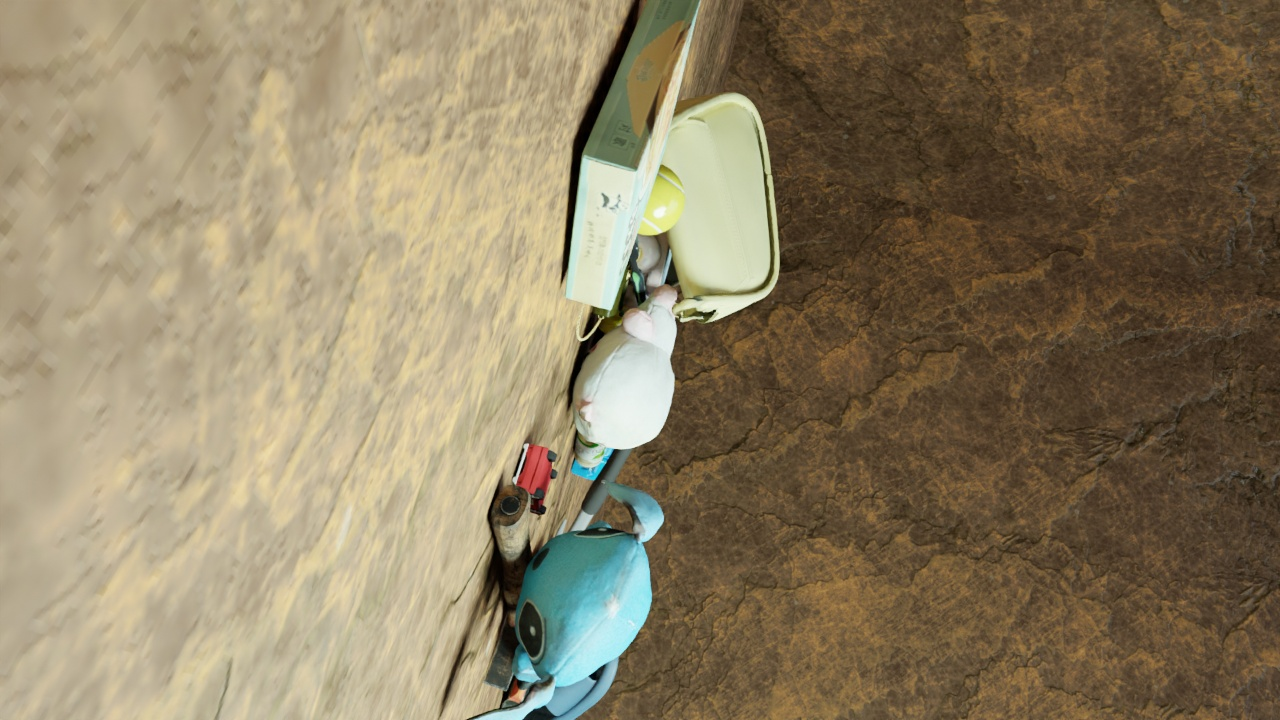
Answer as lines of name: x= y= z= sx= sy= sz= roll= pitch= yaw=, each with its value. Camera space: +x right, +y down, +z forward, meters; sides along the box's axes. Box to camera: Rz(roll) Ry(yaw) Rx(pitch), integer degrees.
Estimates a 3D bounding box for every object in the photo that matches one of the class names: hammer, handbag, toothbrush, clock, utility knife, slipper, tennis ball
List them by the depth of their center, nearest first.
hammer: x=-0.106 y=0.187 z=0.764 sx=0.331 sy=0.033 sz=0.119 roll=100 pitch=7 yaw=-61
tennis ball: x=0.008 y=-0.147 z=0.833 sx=0.065 sy=0.065 sz=0.065 roll=20 pitch=85 yaw=-88
handbag: x=-0.035 y=-0.065 z=0.860 sx=0.177 sy=0.027 sz=0.084 roll=-65 pitch=168 yaw=-68
toothbrush: x=-0.002 y=-0.081 z=0.931 sx=0.188 sy=0.014 sz=0.017 roll=78 pitch=21 yaw=-69
handbag: x=0.066 y=-0.156 z=0.948 sx=0.190 sy=0.089 sz=0.233 roll=-12 pitch=90 yaw=-51
hammer: x=-0.125 y=0.343 z=0.995 sx=0.334 sy=0.033 sz=0.132 roll=112 pitch=-2 yaw=-62
clock: x=0.003 y=-0.116 z=1.016 sx=0.117 sy=0.059 sz=0.157 roll=101 pitch=5 yaw=-49
utility knife: x=-0.021 y=-0.073 z=1.085 sx=0.174 sy=0.029 sz=0.020 roll=-70 pitch=178 yaw=-62
hammer: x=-0.051 y=0.158 z=1.092 sx=0.312 sy=0.029 sz=0.124 roll=-61 pitch=-176 yaw=27
slipper: x=-0.109 y=0.406 z=1.154 sx=0.214 sy=0.059 sz=0.103 roll=-44 pitch=-152 yaw=16

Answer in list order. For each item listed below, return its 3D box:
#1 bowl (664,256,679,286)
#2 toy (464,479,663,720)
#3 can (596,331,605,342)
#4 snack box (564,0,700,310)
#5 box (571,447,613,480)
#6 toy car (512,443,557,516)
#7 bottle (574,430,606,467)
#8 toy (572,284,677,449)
bowl: x=0.075 y=-0.169 z=1.121 sx=0.160 sy=0.093 sz=0.160 roll=178 pitch=-90 yaw=-66
toy: x=-0.058 y=0.205 z=0.731 sx=0.223 sy=0.099 sz=0.192 roll=-60 pitch=-179 yaw=-25
can: x=-0.010 y=-0.017 z=1.090 sx=0.145 sy=0.080 sz=0.080 roll=-70 pitch=175 yaw=-64
snack box: x=-0.008 y=-0.155 z=0.668 sx=0.142 sy=0.044 sz=0.193 roll=105 pitch=1 yaw=-55
box: x=-0.025 y=0.051 z=1.287 sx=0.175 sy=0.060 sz=0.243 roll=95 pitch=15 yaw=-84
toy car: x=-0.084 y=0.097 z=0.739 sx=0.090 sy=0.025 sz=0.038 roll=102 pitch=4 yaw=-68
bottle: x=-0.059 y=0.092 z=1.128 sx=0.110 sy=0.042 sz=0.042 roll=105 pitch=2 yaw=-52
toy: x=-0.006 y=0.006 z=0.947 sx=0.139 sy=0.101 sz=0.179 roll=57 pitch=54 yaw=-68
